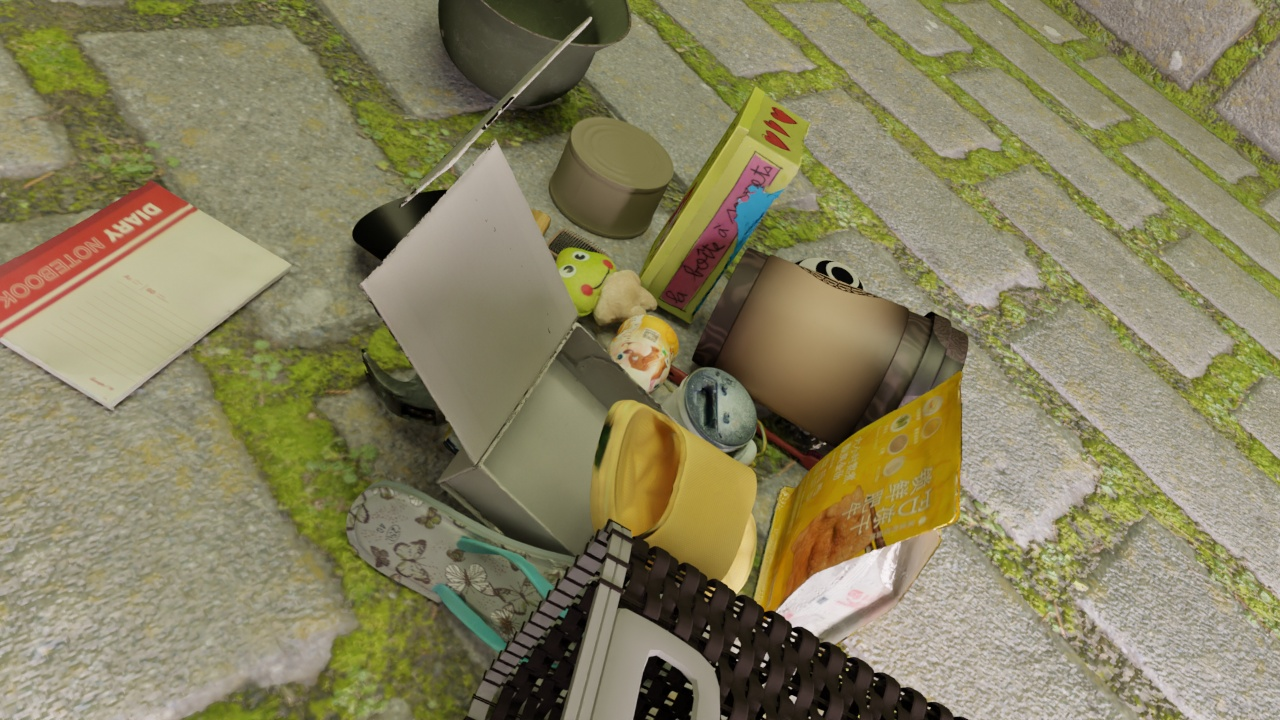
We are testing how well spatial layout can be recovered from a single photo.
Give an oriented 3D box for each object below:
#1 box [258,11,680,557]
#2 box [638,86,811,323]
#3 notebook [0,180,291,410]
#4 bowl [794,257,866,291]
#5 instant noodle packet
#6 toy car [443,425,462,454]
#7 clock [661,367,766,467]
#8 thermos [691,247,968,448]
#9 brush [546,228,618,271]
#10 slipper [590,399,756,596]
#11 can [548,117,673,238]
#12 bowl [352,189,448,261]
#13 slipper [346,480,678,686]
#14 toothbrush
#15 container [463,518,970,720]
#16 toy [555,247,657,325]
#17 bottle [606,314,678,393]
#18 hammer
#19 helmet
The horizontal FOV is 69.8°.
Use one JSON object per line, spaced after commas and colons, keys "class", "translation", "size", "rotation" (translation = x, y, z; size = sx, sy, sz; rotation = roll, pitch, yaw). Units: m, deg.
{"class": "box", "translation": [-0.103, -0.011, 0.659], "size": [0.419, 0.109, 0.165], "rotation": [55, 44, -28]}
{"class": "box", "translation": [0.082, -0.158, 0.948], "size": [0.079, 0.222, 0.124], "rotation": [28, 40, -5]}
{"class": "notebook", "translation": [-0.414, -0.063, 0.747], "size": [0.153, 0.012, 0.208], "rotation": [31, 42, 1]}
{"class": "bowl", "translation": [0.217, -0.076, 1.063], "size": [0.120, 0.067, 0.120], "rotation": [15, 45, -16]}
{"class": "instant noodle packet", "translation": [0.191, 0.123, 0.748], "size": [0.084, 0.222, 0.162], "rotation": [31, 44, -4]}
{"class": "toy car", "translation": [-0.126, 0.046, 0.788], "size": [0.048, 0.033, 0.105], "rotation": [29, 42, 1]}
{"class": "clock", "translation": [0.074, 0.057, 0.861], "size": [0.117, 0.057, 0.083], "rotation": [22, 50, -25]}
{"class": "thermos", "translation": [0.180, -0.006, 0.912], "size": [0.226, 0.173, 0.172], "rotation": [27, 42, 6]}
{"class": "brush", "translation": [-0.036, -0.100, 0.985], "size": [0.135, 0.015, 0.049], "rotation": [31, 42, 1]}
{"class": "slipper", "translation": [0.045, 0.118, 0.674], "size": [0.078, 0.263, 0.099], "rotation": [10, 69, 31]}
{"class": "can", "translation": [-0.033, -0.209, 1.047], "size": [0.127, 0.073, 0.127], "rotation": [15, 45, -16]}
{"class": "bowl", "translation": [-0.202, -0.111, 0.863], "size": [0.124, 0.053, 0.123], "rotation": [-7, 34, 4]}
{"class": "slipper", "translation": [-0.091, 0.172, 0.643], "size": [0.269, 0.098, 0.054], "rotation": [22, 25, 4]}
{"class": "toothbrush", "translation": [0.105, 0.057, 0.915], "size": [0.190, 0.016, 0.016], "rotation": [33, 38, 3]}
{"class": "container", "translation": [0.022, 0.283, 0.493], "size": [0.243, 0.246, 0.246], "rotation": [26, 43, -9]}
{"class": "toy", "translation": [-0.041, -0.071, 0.929], "size": [0.118, 0.043, 0.092], "rotation": [25, 46, 8]}
{"class": "bottle", "translation": [-0.005, 0.005, 0.869], "size": [0.063, 0.063, 0.108], "rotation": [30, 43, 0]}
{"class": "hammer", "translation": [-0.146, -0.055, 0.856], "size": [0.132, 0.033, 0.329], "rotation": [9, 38, 7]}
{"class": "helmet", "translation": [-0.152, -0.407, 1.108], "size": [0.226, 0.154, 0.267], "rotation": [-7, 59, -35]}
